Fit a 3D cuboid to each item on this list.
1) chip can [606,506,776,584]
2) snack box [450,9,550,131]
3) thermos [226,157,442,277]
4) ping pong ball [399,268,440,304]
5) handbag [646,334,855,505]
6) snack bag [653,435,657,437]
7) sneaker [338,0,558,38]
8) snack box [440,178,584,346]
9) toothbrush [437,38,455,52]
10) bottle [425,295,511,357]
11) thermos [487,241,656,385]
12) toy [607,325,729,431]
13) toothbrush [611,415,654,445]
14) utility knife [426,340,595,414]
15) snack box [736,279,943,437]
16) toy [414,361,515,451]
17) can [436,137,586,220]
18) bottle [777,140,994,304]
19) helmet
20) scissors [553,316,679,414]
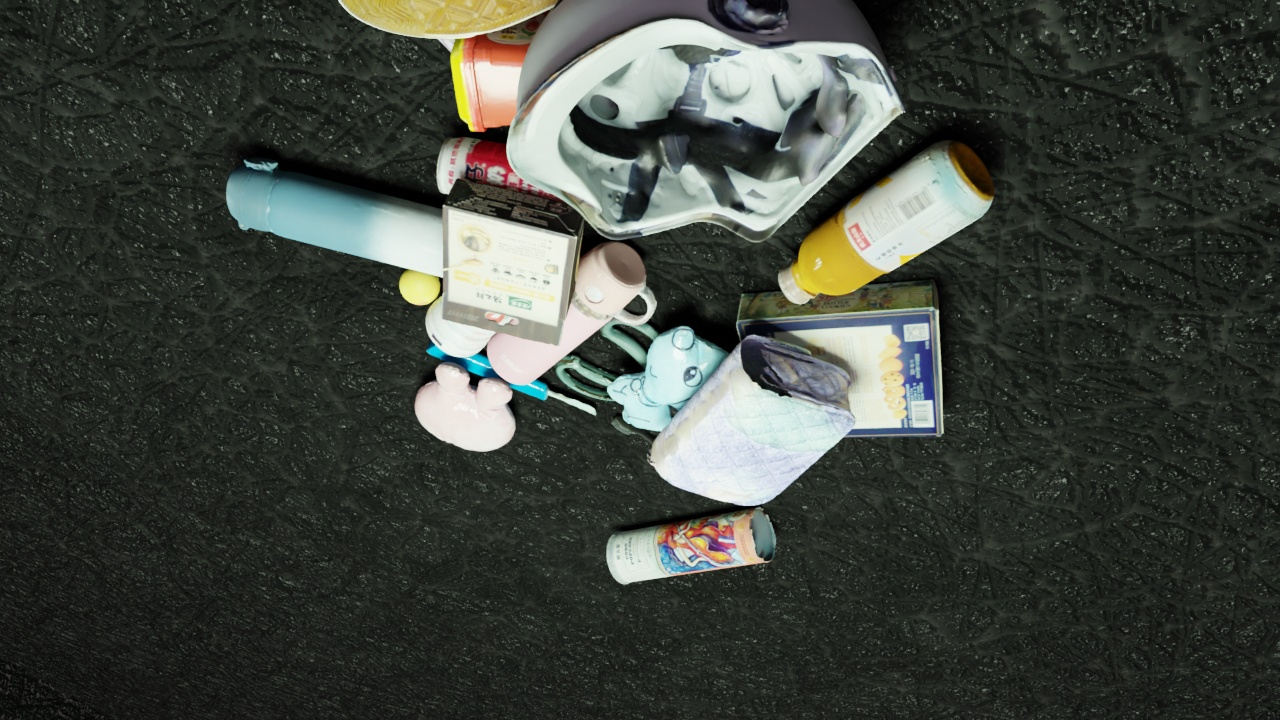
[{"bbox_3d":[0.064,0.240,1.183,0.215,0.071,0.071,-16,131,29],"label":"chip can"},{"bbox_3d":[-0.094,-0.222,0.693,0.080,0.091,0.082,3,138,2],"label":"snack box"},{"bbox_3d":[-0.273,-0.133,0.860,0.220,0.070,0.070,15,139,-1],"label":"thermos"},{"bbox_3d":[-0.223,-0.076,0.928,0.040,0.040,0.040,8,139,7],"label":"ping pong ball"},{"bbox_3d":[0.107,0.063,0.893,0.134,0.075,0.194,17,139,-19],"label":"handbag"},{"bbox_3d":[0.066,0.073,1.020,0.104,0.026,0.048,-22,172,33],"label":"snack bag"},{"bbox_3d":[-0.088,-0.290,0.615,0.241,0.087,0.118,-14,159,2],"label":"sneaker"},{"bbox_3d":[-0.113,-0.083,0.795,0.113,0.053,0.126,14,139,0],"label":"snack box"},{"bbox_3d":[-0.143,-0.241,0.736,0.016,0.017,0.187,-22,129,33],"label":"toothbrush"},{"bbox_3d":[-0.135,-0.076,0.886,0.068,0.068,0.197,33,132,-21],"label":"bottle"},{"bbox_3d":[-0.067,-0.039,0.904,0.087,0.067,0.199,44,132,-13],"label":"thermos"},{"bbox_3d":[0.038,0.025,0.941,0.156,0.049,0.161,-8,136,20],"label":"toy"},{"bbox_3d":[0.040,0.116,1.094,0.189,0.014,0.018,34,145,-23],"label":"toothbrush"},{"bbox_3d":[-0.141,0.021,1.032,0.204,0.018,0.034,24,150,-12],"label":"utility knife"},{"bbox_3d":[0.199,0.006,0.899,0.183,0.045,0.178,-2,137,18],"label":"snack box"},{"bbox_3d":[-0.197,0.053,1.054,0.121,0.054,0.160,21,146,-9],"label":"toy"},{"bbox_3d":[-0.104,-0.158,0.793,0.133,0.053,0.053,10,139,4],"label":"can"},{"bbox_3d":[0.194,-0.105,0.757,0.068,0.067,0.190,35,135,-23],"label":"bottle"},{"bbox_3d":[0.035,-0.195,0.620,0.258,0.145,0.230,2,157,-19],"label":"helmet"},{"bbox_3d":[-0.003,0.005,0.976,0.175,0.019,0.176,17,138,-1],"label":"scissors"}]
